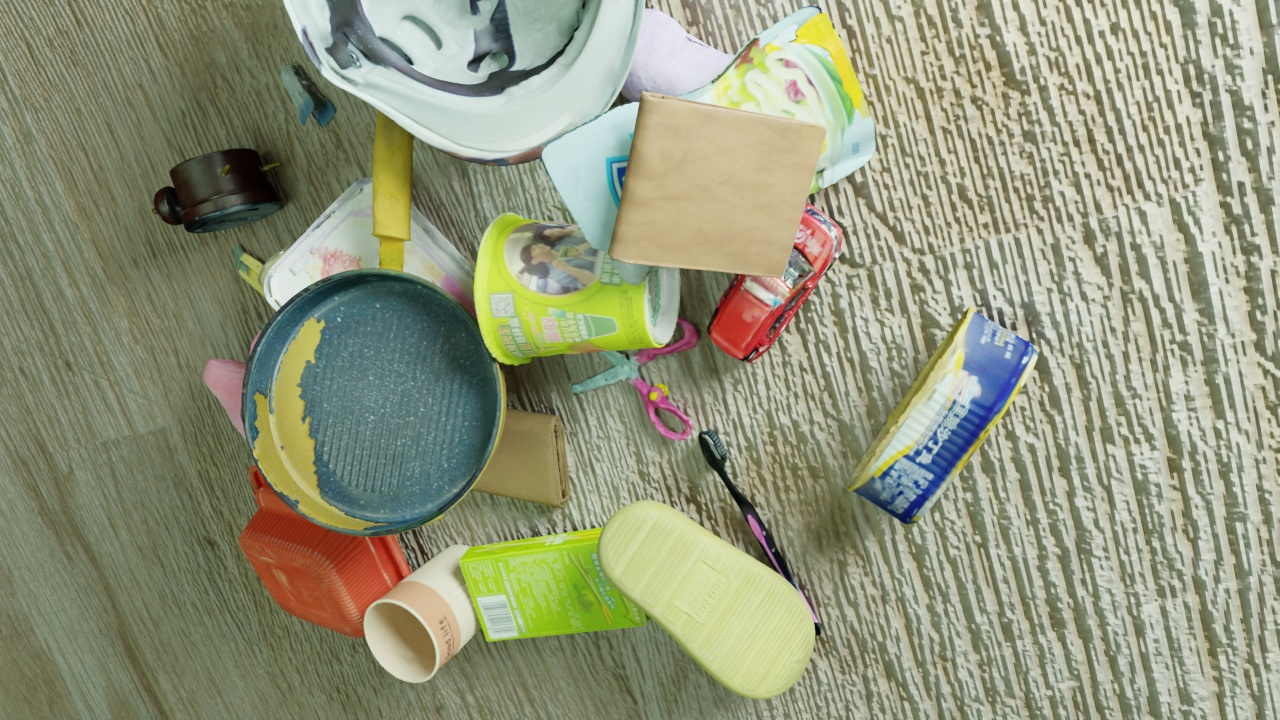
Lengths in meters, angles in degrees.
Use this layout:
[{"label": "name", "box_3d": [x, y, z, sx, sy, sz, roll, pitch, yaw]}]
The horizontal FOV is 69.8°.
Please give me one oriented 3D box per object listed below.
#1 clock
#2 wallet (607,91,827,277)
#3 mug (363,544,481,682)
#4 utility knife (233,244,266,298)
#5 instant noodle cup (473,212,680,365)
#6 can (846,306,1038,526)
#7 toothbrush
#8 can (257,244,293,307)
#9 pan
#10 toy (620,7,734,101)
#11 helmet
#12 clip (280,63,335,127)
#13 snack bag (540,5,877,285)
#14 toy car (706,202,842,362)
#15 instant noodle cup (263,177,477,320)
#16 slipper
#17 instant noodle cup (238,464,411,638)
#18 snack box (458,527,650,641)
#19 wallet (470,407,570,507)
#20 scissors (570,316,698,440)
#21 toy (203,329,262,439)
[{"label": "clock", "box_3d": [-0.375, -0.145, 0.809, 0.122, 0.081, 0.055, -14, 97, 30]}, {"label": "wallet", "box_3d": [0.045, -0.101, 0.550, 0.115, 0.020, 0.101, 6, 119, -15]}, {"label": "mug", "box_3d": [-0.190, 0.240, 0.845, 0.082, 0.105, 0.115, 30, 120, 15]}, {"label": "utility knife", "box_3d": [-0.315, -0.046, 0.859, 0.188, 0.020, 0.031, 34, 127, 7]}, {"label": "instant noodle cup", "box_3d": [-0.039, -0.050, 0.659, 0.123, 0.111, 0.112, 3, 110, 19]}, {"label": "can", "box_3d": [0.190, 0.039, 0.586, 0.049, 0.074, 0.148, 32, 120, 10]}, {"label": "toothbrush", "box_3d": [0.095, 0.133, 0.711, 0.014, 0.017, 0.189, -25, 99, 33]}, {"label": "can", "box_3d": [-0.277, -0.045, 0.809, 0.116, 0.058, 0.059, 46, 123, 5]}, {"label": "pan", "box_3d": [-0.188, -0.049, 0.675, 0.198, 0.078, 0.357, 7, 89, 4]}, {"label": "toy", "box_3d": [0.025, -0.191, 0.605, 0.108, 0.038, 0.084, 34, 118, 19]}, {"label": "helmet", "box_3d": [-0.104, -0.266, 0.577, 0.229, 0.145, 0.259, -26, 115, 22]}, {"label": "clip", "box_3d": [-0.282, -0.224, 0.767, 0.027, 0.045, 0.058, -38, 79, 36]}, {"label": "snack bag", "box_3d": [0.045, -0.127, 0.567, 0.191, 0.038, 0.110, -28, 123, 5]}, {"label": "toy car", "box_3d": [0.089, -0.051, 0.623, 0.053, 0.045, 0.121, 36, 119, 10]}, {"label": "instant noodle cup", "box_3d": [-0.198, -0.045, 0.745, 0.138, 0.060, 0.173, -44, 87, 2]}, {"label": "slipper", "box_3d": [0.050, 0.178, 0.717, 0.190, 0.081, 0.091, 39, 88, -4]}, {"label": "instant noodle cup", "box_3d": [-0.303, 0.194, 0.885, 0.165, 0.078, 0.189, 7, 131, 27]}, {"label": "snack box", "box_3d": [-0.074, 0.195, 0.796, 0.157, 0.026, 0.086, -12, 104, 19]}, {"label": "wallet", "box_3d": [-0.117, 0.078, 0.789, 0.115, 0.033, 0.090, 7, 115, 24]}, {"label": "scissors", "box_3d": [-0.004, 0.003, 0.710, 0.133, 0.017, 0.131, 40, 124, 13]}, {"label": "toy", "box_3d": [-0.332, 0.039, 0.857, 0.195, 0.074, 0.179, 13, 130, 20]}]
